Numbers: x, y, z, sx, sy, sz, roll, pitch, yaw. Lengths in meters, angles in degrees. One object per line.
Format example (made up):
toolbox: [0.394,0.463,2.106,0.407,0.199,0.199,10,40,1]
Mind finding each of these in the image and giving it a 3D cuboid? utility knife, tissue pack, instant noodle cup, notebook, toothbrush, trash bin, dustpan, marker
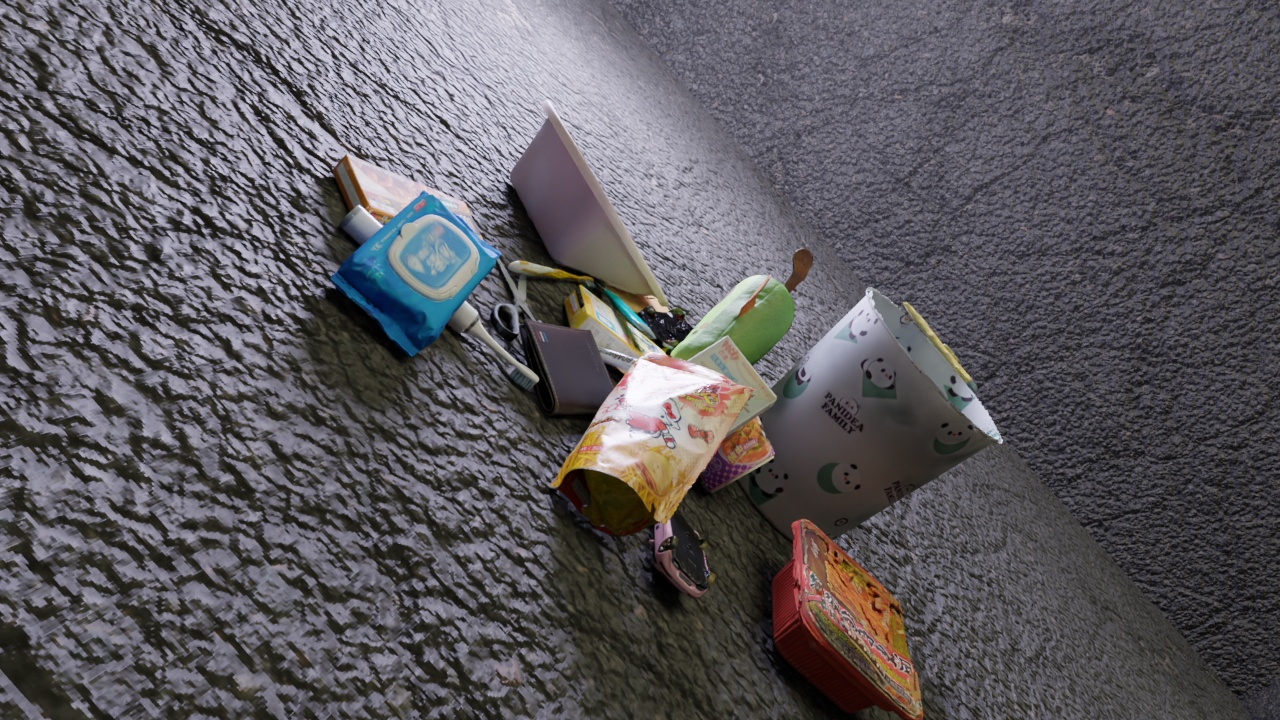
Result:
utility knife: [-0.023,-0.063,1.077,0.029,0.013,0.205,37,6,-27]
utility knife: [0.363,-0.022,1.127,0.165,0.018,0.031,55,13,31]
tissue pack: [-0.181,-0.079,0.767,0.095,0.052,0.156,43,42,-12]
instant noodle cup: [0.085,0.082,0.987,0.099,0.112,0.111,62,23,9]
notebook: [-0.041,-0.139,1.254,0.207,0.008,0.147,56,23,21]
toothbrush: [-0.175,-0.053,0.818,0.221,0.026,0.026,43,13,-12]
trash bin: [0.252,0.079,1.096,0.229,0.252,0.229,40,23,-21]
toothbrush: [-0.097,-0.096,1.050,0.018,0.016,0.191,59,20,14]
instant noodle cup: [0.195,0.261,0.908,0.164,0.079,0.188,44,22,-12]
dustpan: [-0.045,-0.207,1.164,0.272,0.139,0.222,7,45,-50]
marker: [-0.006,0.006,0.972,0.145,0.017,0.017,19,25,-2]

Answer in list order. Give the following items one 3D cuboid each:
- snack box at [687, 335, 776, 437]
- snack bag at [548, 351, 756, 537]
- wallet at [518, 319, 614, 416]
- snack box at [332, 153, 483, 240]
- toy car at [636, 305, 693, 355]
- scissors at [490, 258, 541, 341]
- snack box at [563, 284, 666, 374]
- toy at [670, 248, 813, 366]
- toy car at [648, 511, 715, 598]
snack box: [0.048,0.050,0.914,0.084,0.156,0.027,54,-16,16]
snack bag: [0.013,0.064,0.823,0.129,0.073,0.207,14,39,20]
wallet: [-0.068,0.010,0.900,0.122,0.020,0.096,7,62,-61]
snack box: [-0.220,-0.143,0.889,0.153,0.026,0.075,16,38,-54]
toy car: [0.035,-0.033,1.167,0.071,0.041,0.155,54,20,16]
scissors: [-0.122,-0.056,0.946,0.159,0.014,0.174,49,20,4]
snack box: [-0.022,-0.020,1.033,0.140,0.034,0.086,36,15,-24]
toy: [0.122,-0.036,1.127,0.090,0.228,0.246,42,57,16]
toy car: [0.034,0.172,0.818,0.056,0.037,0.122,47,8,-9]
